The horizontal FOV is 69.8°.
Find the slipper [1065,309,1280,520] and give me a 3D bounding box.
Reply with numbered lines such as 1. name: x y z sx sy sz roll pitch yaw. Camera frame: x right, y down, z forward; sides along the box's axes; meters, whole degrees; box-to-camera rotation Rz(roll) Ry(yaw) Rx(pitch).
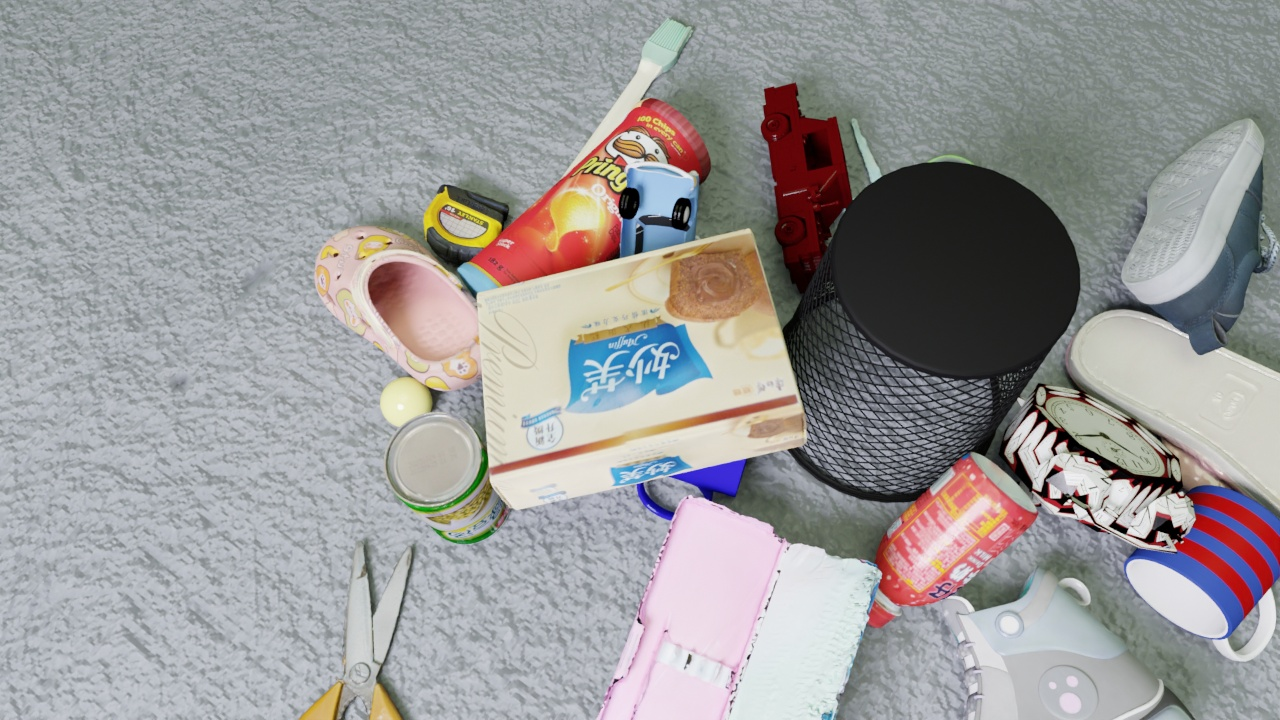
1. slipper: 0.444 0.058 0.678 0.114 0.054 0.274 -42 60 -11

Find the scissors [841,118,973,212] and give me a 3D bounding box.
1. scissors: 0.211 -0.141 0.793 0.171 0.021 0.172 -14 71 1

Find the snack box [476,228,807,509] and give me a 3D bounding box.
1. snack box: -0.004 0.004 0.632 0.207 0.055 0.153 -13 57 4

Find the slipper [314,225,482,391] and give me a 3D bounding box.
1. slipper: -0.190 -0.057 0.729 0.197 0.082 0.093 36 69 25

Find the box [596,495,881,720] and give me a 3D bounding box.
1. box: 0.056 0.220 0.608 0.161 0.062 0.230 15 77 29

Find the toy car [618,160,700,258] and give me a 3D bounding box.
1. toy car: 0.014 -0.082 0.716 0.056 0.154 0.054 14 31 18

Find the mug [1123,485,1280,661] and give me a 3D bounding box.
1. mug: 0.405 0.153 0.638 0.076 0.075 0.112 -40 97 -14

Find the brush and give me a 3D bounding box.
1. brush: -0.016 -0.231 0.842 0.033 0.012 0.217 27 73 12

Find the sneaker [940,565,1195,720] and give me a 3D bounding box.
1. sneaker: 0.214 0.248 0.599 0.256 0.093 0.160 -28 61 -8

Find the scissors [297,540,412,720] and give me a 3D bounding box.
1. scissors: -0.213 0.242 0.650 0.175 0.016 0.225 -12 67 -3

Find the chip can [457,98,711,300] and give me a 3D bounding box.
1. chip can: -0.044 -0.116 0.754 0.087 0.087 0.213 41 76 17

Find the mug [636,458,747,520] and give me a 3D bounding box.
1. mug: 0.038 0.067 0.686 0.083 0.079 0.111 17 97 9

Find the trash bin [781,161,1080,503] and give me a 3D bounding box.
1. trash bin: 0.189 -0.018 0.636 0.184 0.210 0.183 -1 67 2

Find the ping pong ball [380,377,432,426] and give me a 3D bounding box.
1. ping pong ball: -0.184 0.033 0.722 0.040 0.040 0.040 -1 67 2

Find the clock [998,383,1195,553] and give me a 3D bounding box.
1. clock: 0.314 0.085 0.639 0.114 0.065 0.154 20 29 -6

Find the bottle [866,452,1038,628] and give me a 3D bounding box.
1. bottle: 0.201 0.130 0.632 0.062 0.061 0.138 47 113 18

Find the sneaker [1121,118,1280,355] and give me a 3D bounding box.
1. sneaker: 0.453 -0.103 0.720 0.087 0.089 0.234 43 59 -6

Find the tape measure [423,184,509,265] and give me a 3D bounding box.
1. tape measure: -0.151 -0.112 0.782 0.065 0.037 0.064 16 63 -6

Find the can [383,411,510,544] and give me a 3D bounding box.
1. can: -0.134 0.087 0.654 0.067 0.121 0.067 -1 68 2

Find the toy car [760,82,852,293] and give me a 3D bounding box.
1. toy car: 0.140 -0.146 0.759 0.062 0.070 0.169 -11 65 16
